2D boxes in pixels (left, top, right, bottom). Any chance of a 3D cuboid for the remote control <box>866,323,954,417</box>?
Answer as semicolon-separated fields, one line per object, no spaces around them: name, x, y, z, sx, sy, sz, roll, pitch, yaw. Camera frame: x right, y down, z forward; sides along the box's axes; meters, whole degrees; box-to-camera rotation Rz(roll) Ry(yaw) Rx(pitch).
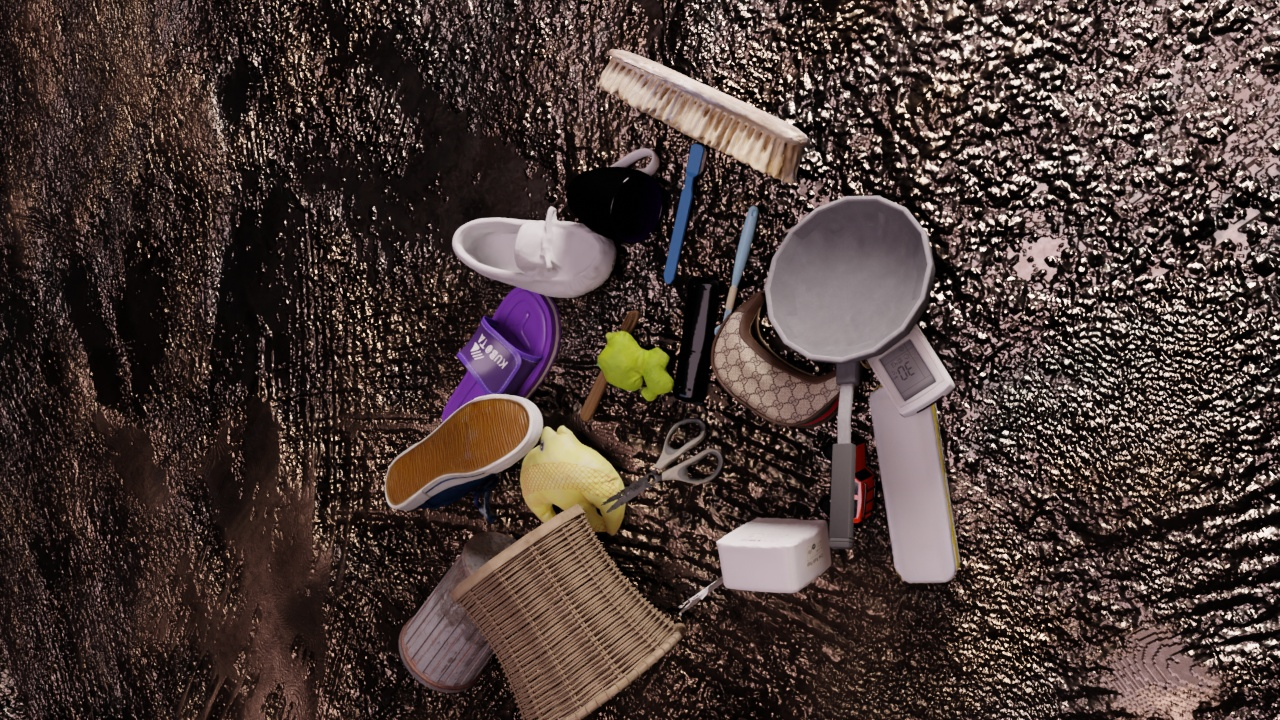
remote control;0.259;-0.012;0.930;0.060;0.025;0.138;-37;61;22

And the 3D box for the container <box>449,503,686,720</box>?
container;-0.094;0.306;1.095;0.227;0.226;0.196;-41;79;31

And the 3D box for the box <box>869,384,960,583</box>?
box;0.284;0.125;0.951;0.064;0.033;0.209;-8;92;31

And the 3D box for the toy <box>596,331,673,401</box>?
toy;-0.007;0.007;1.121;0.094;0.036;0.094;-9;103;21

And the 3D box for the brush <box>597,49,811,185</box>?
brush;0.067;-0.273;1.010;0.271;0.083;0.057;33;112;25

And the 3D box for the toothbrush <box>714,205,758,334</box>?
toothbrush;0.111;-0.100;1.044;0.022;0.016;0.155;12;106;-1

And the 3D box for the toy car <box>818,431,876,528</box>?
toy car;0.224;0.127;0.977;0.049;0.051;0.100;9;101;35

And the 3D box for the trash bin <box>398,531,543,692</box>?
trash bin;-0.238;0.353;1.271;0.131;0.130;0.212;46;117;20

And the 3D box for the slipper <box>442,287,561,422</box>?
slipper;-0.207;0.021;1.232;0.107;0.083;0.267;46;118;20

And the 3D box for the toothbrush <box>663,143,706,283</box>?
toothbrush;0.052;-0.171;1.079;0.016;0.014;0.167;24;113;29

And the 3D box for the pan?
pan;0.207;0.007;0.912;0.179;0.041;0.356;-6;70;36

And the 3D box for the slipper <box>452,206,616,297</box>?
slipper;-0.138;-0.141;1.168;0.247;0.074;0.112;11;98;32

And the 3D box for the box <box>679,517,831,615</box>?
box;0.118;0.225;1.029;0.191;0.110;0.083;-25;81;35

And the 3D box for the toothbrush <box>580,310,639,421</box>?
toothbrush;-0.040;0.008;1.160;0.016;0.016;0.167;37;116;25

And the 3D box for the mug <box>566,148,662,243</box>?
mug;-0.028;-0.204;1.094;0.100;0.085;0.118;24;79;42

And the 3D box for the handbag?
handbag;0.164;-0.003;0.999;0.166;0.063;0.138;37;105;27

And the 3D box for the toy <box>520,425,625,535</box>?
toy;-0.094;0.158;1.190;0.171;0.064;0.155;-6;107;38

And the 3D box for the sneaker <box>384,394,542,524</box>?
sneaker;-0.212;0.138;1.235;0.295;0.127;0.120;-30;59;36

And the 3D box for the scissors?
scissors;0.029;0.144;1.106;0.132;0.012;0.170;29;94;20

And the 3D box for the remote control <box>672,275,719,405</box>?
remote control;0.064;-0.023;1.083;0.041;0.020;0.152;14;103;30
